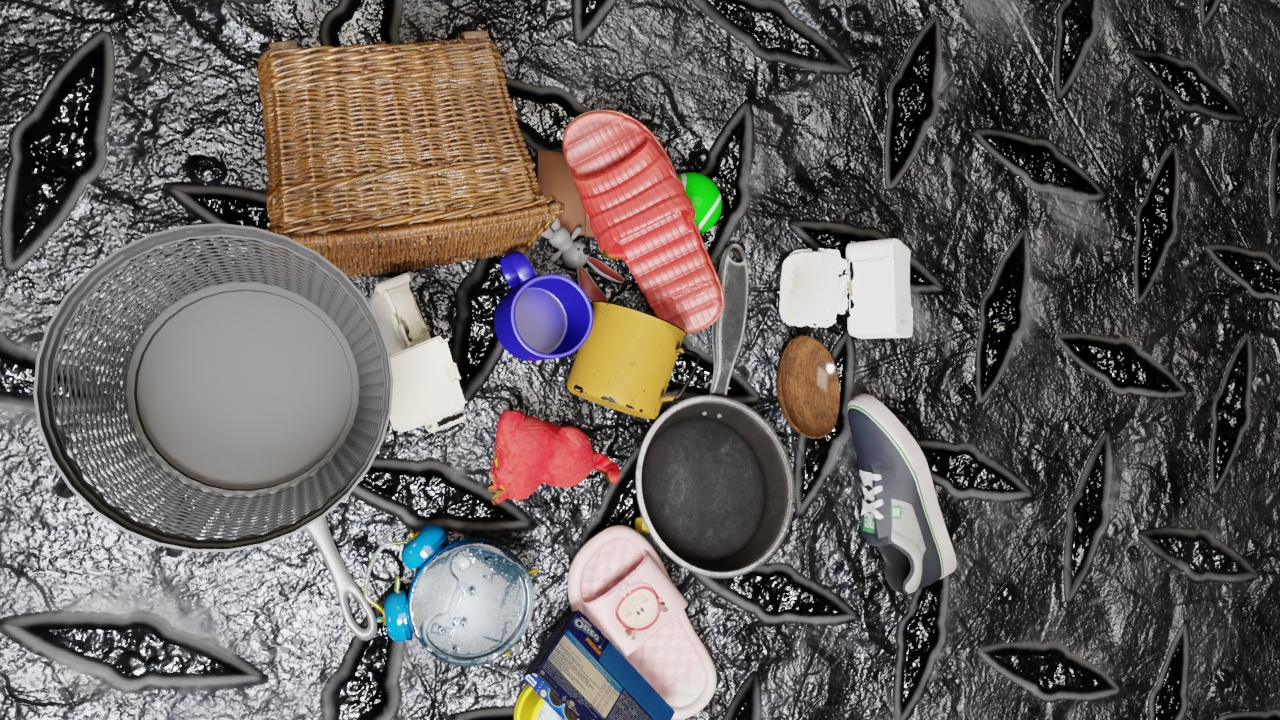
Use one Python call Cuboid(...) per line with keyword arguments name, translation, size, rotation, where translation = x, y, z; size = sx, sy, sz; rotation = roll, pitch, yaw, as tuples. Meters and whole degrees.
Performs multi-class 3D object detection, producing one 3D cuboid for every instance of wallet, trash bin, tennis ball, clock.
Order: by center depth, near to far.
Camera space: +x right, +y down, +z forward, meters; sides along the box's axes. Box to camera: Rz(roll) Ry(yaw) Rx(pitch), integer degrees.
Cuboid(name="trash bin", translation=(-0.314, 0.022, 0.715), size=(0.217, 0.228, 0.217), rotation=(1, 88, -19))
Cuboid(name="clock", translation=(-0.180, 0.220, 0.873), size=(0.161, 0.060, 0.116), rotation=(23, 82, -16))
Cuboid(name="clock", translation=(-0.085, 0.365, 0.901), size=(0.083, 0.057, 0.118), rotation=(29, 73, -17))
Cuboid(name="wallet", translation=(-0.048, -0.172, 0.953), size=(0.121, 0.013, 0.087), rotation=(0, 88, -17))
Cuboid(name="tennis ball", translation=(0.053, -0.164, 0.961), size=(0.065, 0.065, 0.065), rotation=(1, 88, -19))

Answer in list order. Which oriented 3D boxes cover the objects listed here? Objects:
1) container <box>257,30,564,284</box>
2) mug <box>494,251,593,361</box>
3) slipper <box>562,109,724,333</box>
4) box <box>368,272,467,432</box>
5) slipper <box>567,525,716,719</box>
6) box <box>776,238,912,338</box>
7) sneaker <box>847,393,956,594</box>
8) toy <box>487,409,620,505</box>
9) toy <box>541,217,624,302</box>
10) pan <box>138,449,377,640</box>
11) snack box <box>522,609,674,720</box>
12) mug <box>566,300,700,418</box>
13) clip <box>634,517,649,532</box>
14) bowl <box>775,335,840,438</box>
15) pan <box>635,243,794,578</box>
Cuboid(name="container", translation=(-0.221, -0.182, 0.821), size=(0.249, 0.162, 0.183), rotation=(-11, 88, -20))
Cuboid(name="mug", translation=(-0.103, -0.054, 0.894), size=(0.079, 0.084, 0.111), rotation=(-30, 98, -18))
Cuboid(name="slipper", translation=(0.005, -0.135, 0.911), size=(0.104, 0.059, 0.249), rotation=(-28, 100, 15))
Cuboid(name="box", translation=(-0.209, -0.003, 0.800), size=(0.070, 0.187, 0.143), rotation=(-23, 89, -18))
Cuboid(name="slipper", translation=(0.004, 0.273, 0.938), size=(0.106, 0.056, 0.221), rotation=(-33, 100, -15))
Cuboid(name="box", translation=(0.224, -0.075, 1.023), size=(0.120, 0.137, 0.109), rotation=(0, 86, -61))
Cuboid(name="sneaker", translation=(0.273, 0.153, 1.021), size=(0.079, 0.084, 0.235), rotation=(-27, 101, -18))
Cuboid(name="toy", translation=(-0.087, 0.107, 0.895), size=(0.133, 0.088, 0.094), rotation=(16, 83, 3))
Cuboid(name="toy", translation=(-0.066, -0.107, 0.932), size=(0.111, 0.030, 0.049), rotation=(47, 63, -21))
Cuboid(name="pan", translation=(-0.323, 0.102, 0.845), size=(0.216, 0.024, 0.354), rotation=(-25, 97, -18))
Cuboid(name="snack box", translation=(-0.038, 0.321, 0.882), size=(0.150, 0.027, 0.082), rotation=(51, 45, -10))
Cuboid(name="mug", translation=(-0.005, 0.005, 0.911), size=(0.124, 0.100, 0.094), rotation=(16, 84, 19))
Cuboid(name="clip", translation=(0.024, 0.161, 0.962), size=(0.054, 0.044, 0.049), rotation=(11, 110, -17))
Cuboid(name="bowl", translation=(0.178, 0.031, 1.013), size=(0.101, 0.026, 0.114), rotation=(13, 72, -38))
Cuboid(name="pan", translation=(0.083, 0.049, 0.974), size=(0.187, 0.055, 0.356), rotation=(11, 72, -23))
